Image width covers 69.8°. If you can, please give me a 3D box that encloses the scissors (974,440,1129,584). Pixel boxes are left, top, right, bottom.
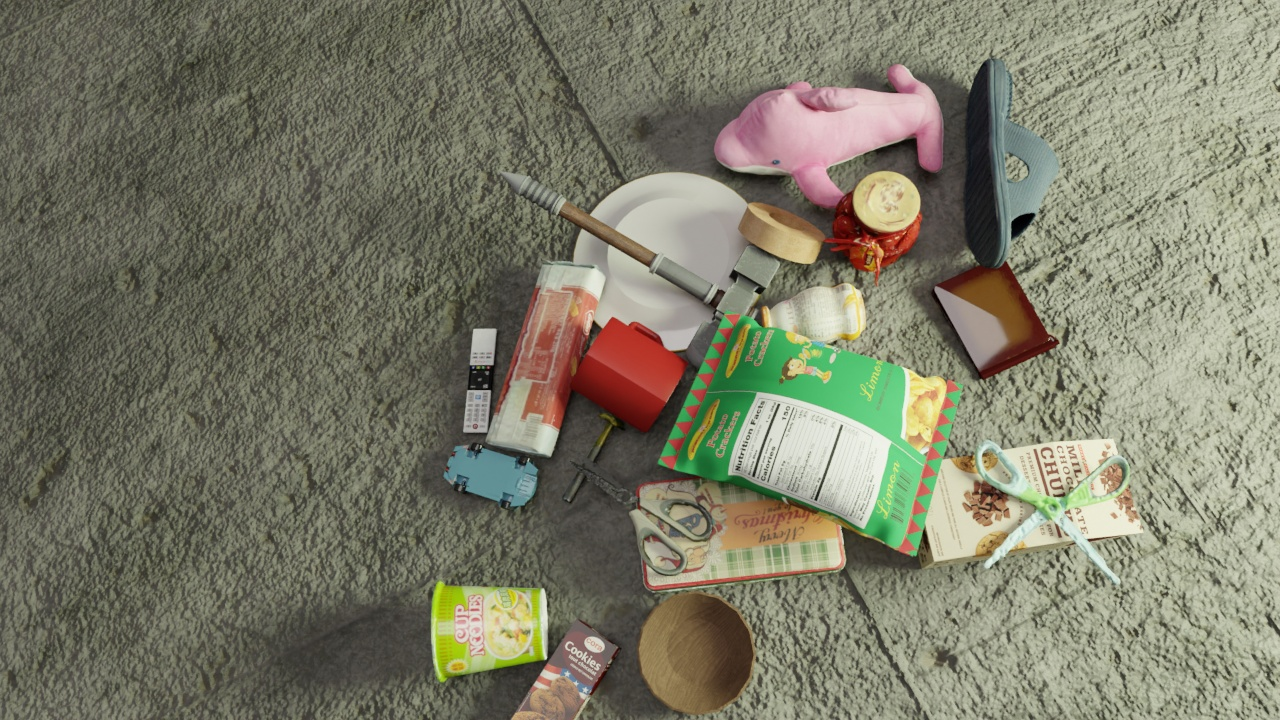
[{"bbox_3d":[0.385,0.139,0.862,0.171,0.021,0.172,-35,75,-8],"label":"scissors"}]

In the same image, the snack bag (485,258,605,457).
[{"bbox_3d":[-0.105,-0.004,1.028,0.078,0.041,0.224,8,71,27],"label":"snack bag"}]

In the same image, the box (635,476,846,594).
[{"bbox_3d":[0.100,0.172,0.944,0.205,0.050,0.117,-6,72,4],"label":"box"}]

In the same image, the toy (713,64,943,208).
[{"bbox_3d":[0.216,-0.273,1.037,0.265,0.128,0.186,-9,67,-1],"label":"toy"}]

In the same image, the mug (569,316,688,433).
[{"bbox_3d":[-0.006,0.006,0.991,0.096,0.081,0.116,31,47,1],"label":"mug"}]

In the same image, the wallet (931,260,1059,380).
[{"bbox_3d":[0.384,-0.047,0.998,0.091,0.018,0.115,-24,74,-1],"label":"wallet"}]

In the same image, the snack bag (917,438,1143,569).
[{"bbox_3d":[0.376,0.140,0.907,0.206,0.070,0.094,-10,71,4],"label":"snack bag"}]

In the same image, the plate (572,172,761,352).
[{"bbox_3d":[0.033,-0.121,1.065,0.230,0.021,0.229,-2,71,7],"label":"plate"}]

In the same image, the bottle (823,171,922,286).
[{"bbox_3d":[0.254,-0.143,0.997,0.099,0.111,0.099,-1,75,4],"label":"bottle"}]

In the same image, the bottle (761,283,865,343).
[{"bbox_3d":[0.187,-0.048,0.999,0.108,0.063,0.063,-7,71,7],"label":"bottle"}]

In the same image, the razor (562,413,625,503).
[{"bbox_3d":[-0.054,0.107,0.997,0.026,0.042,0.106,30,87,14],"label":"razor"}]

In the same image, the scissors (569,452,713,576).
[{"bbox_3d":[0.003,0.141,0.938,0.132,0.012,0.169,-22,65,-3],"label":"scissors"}]

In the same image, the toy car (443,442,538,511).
[{"bbox_3d":[-0.160,0.128,1.005,0.108,0.027,0.060,14,74,22],"label":"toy car"}]

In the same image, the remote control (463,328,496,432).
[{"bbox_3d":[-0.182,0.023,1.050,0.028,0.012,0.124,0,72,7],"label":"remote control"}]

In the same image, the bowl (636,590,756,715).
[{"bbox_3d":[0.056,0.290,0.916,0.118,0.030,0.117,-2,77,7],"label":"bowl"}]

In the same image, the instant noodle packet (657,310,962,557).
[{"bbox_3d":[0.171,0.062,0.908,0.253,0.090,0.195,19,61,14],"label":"instant noodle packet"}]

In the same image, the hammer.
[{"bbox_3d":[-0.015,-0.126,1.011,0.322,0.043,0.156,30,84,1],"label":"hammer"}]

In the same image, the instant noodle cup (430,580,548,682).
[{"bbox_3d":[-0.149,0.269,0.925,0.108,0.099,0.098,-4,71,-2],"label":"instant noodle cup"}]

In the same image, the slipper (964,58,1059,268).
[{"bbox_3d":[0.410,-0.216,1.013,0.082,0.101,0.263,7,66,2],"label":"slipper"}]

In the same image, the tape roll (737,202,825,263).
[{"bbox_3d":[0.157,-0.142,1.019,0.094,0.093,0.027,31,116,16],"label":"tape roll"}]

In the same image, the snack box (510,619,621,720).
[{"bbox_3d":[-0.081,0.336,0.921,0.051,0.032,0.140,31,78,16],"label":"snack box"}]
